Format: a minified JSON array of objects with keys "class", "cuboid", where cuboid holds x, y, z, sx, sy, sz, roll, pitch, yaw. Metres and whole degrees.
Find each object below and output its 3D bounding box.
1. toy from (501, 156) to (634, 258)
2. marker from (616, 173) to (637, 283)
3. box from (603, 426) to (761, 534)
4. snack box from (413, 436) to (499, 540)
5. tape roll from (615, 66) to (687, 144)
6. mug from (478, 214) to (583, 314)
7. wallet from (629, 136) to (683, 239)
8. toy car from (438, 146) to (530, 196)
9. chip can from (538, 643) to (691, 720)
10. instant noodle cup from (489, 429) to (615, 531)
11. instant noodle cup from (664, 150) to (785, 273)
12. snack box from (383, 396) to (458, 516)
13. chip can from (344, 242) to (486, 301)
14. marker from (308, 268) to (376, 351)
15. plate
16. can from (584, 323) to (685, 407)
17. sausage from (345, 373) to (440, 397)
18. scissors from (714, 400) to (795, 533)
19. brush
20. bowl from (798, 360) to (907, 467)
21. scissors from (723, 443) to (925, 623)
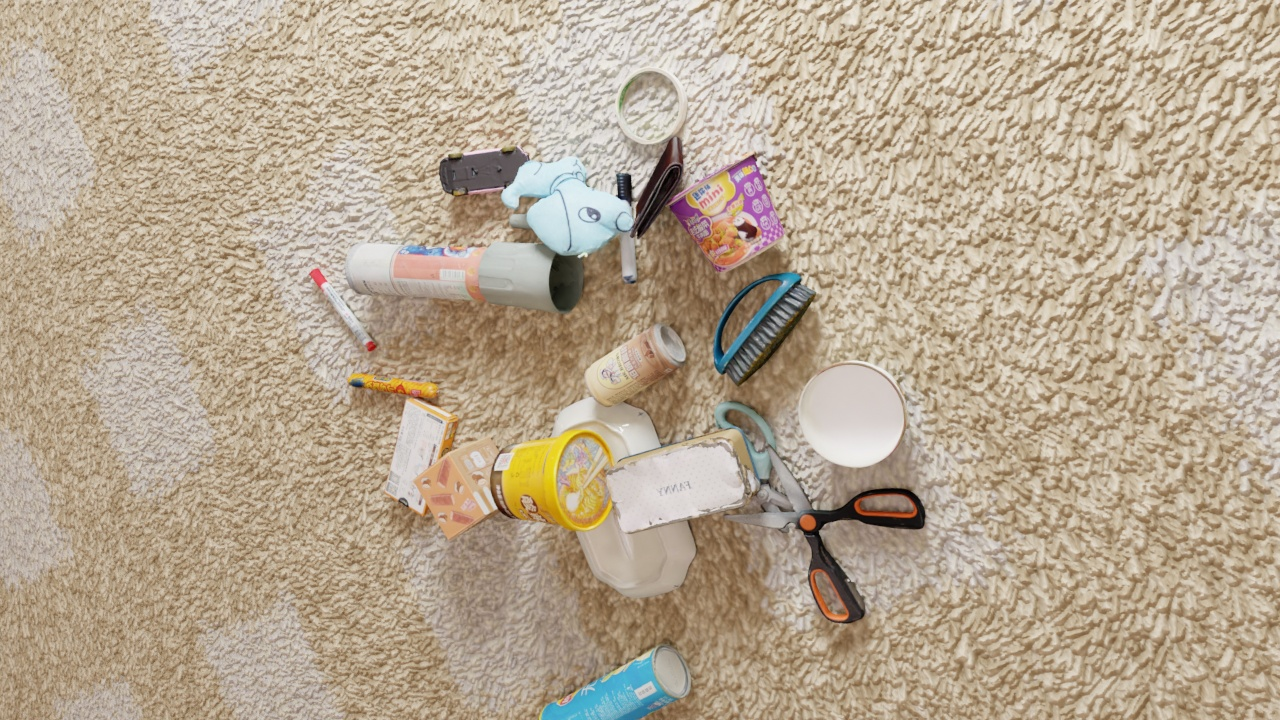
[{"class":"toy","cuboid":[-0.086,-0.178,1.072,0.161,0.050,0.156,-3,62,6]},{"class":"marker","cuboid":[-0.016,-0.156,1.086,0.023,0.018,0.131,10,106,60]},{"class":"box","cuboid":[0.041,0.141,1.058,0.185,0.062,0.090,-16,92,26]},{"class":"snack box","cuboid":[-0.225,0.167,1.207,0.077,0.092,0.094,-36,84,27]},{"class":"tape roll","cuboid":[0.012,-0.291,1.050,0.086,0.013,0.086,5,102,24]},{"class":"mug","cuboid":[-0.129,-0.121,1.122,0.103,0.083,0.123,7,76,26]},{"class":"wallet","cuboid":[0.019,-0.191,1.011,0.020,0.122,0.096,29,113,-11]},{"class":"toy car","cuboid":[-0.193,-0.236,1.148,0.122,0.037,0.056,-4,101,14]},{"class":"chip can","cuboid":[-0.035,0.439,1.181,0.211,0.071,0.071,-36,83,26]},{"class":"instant noodle cup","cuboid":[-0.108,0.143,1.099,0.115,0.118,0.118,-5,98,34]},{"class":"instant noodle cup","cuboid":[0.097,-0.155,0.988,0.112,0.111,0.099,-28,94,27]},{"class":"snack box","cuboid":[-0.307,0.133,1.277,0.075,0.026,0.154,25,109,20]},{"class":"chip can","cuboid":[-0.277,-0.115,1.190,0.215,0.071,0.071,5,102,25]},{"class":"marker","cuboid":[-0.421,-0.071,1.298,0.017,0.017,0.145,-43,80,26]},{"class":"plate","cuboid":[-0.032,0.176,1.149,0.162,0.034,0.265,-18,92,27]},{"class":"can","cuboid":[-0.006,0.006,1.090,0.116,0.058,0.058,-32,85,27]},{"class":"sausage","cuboid":[-0.347,0.034,1.280,0.165,0.021,0.021,6,102,25]},{"class":"scissors","cuboid":[0.109,0.142,1.084,0.172,0.019,0.176,-29,90,25]},{"class":"brush","cuboid":[0.128,-0.042,1.018,0.073,0.055,0.144,43,115,11]},{"class":"bowl","cuboid":[0.233,0.053,0.983,0.114,0.062,0.113,5,102,26]},{"class":"scissors","cuboid":[0.209,0.194,1.040,0.234,0.021,0.221,-9,97,23]}]
